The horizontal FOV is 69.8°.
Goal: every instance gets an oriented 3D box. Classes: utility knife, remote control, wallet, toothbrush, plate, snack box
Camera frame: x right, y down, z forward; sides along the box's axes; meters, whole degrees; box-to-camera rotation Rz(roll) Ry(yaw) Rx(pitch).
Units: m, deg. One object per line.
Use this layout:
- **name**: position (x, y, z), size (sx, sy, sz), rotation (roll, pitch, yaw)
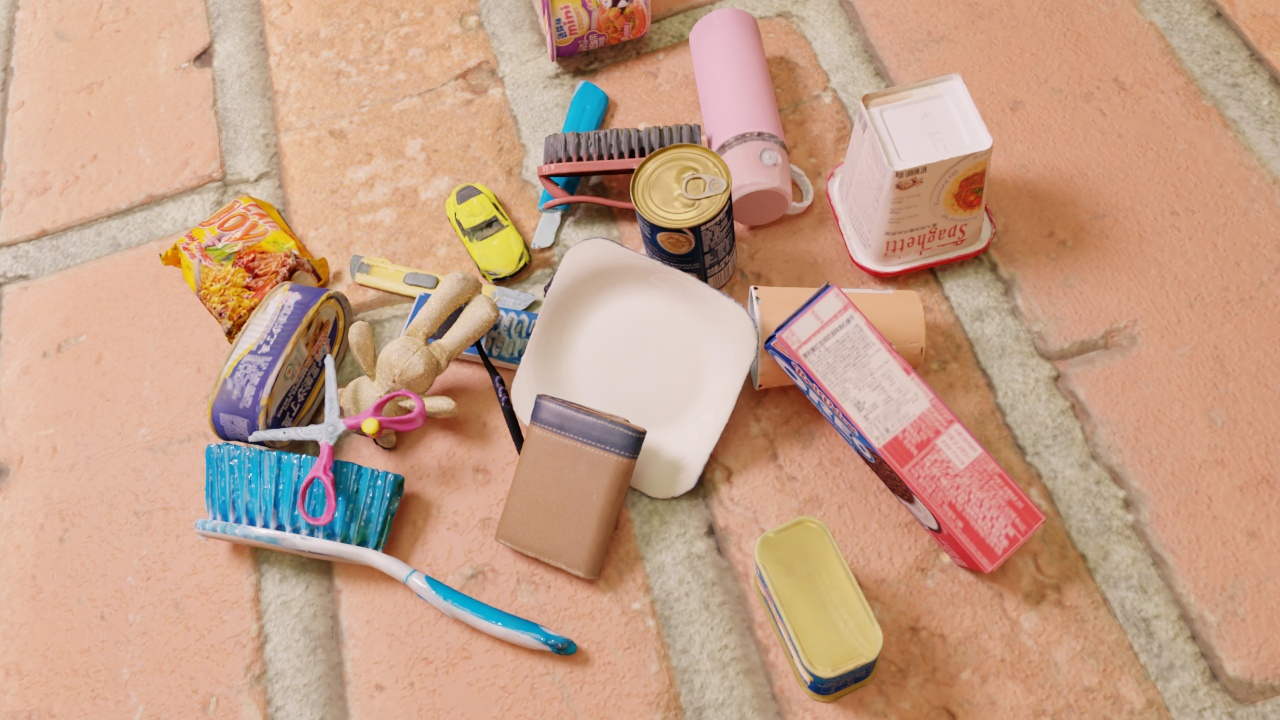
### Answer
- **utility knife**: position (-0.066, -0.176, 0.828), size (0.034, 0.018, 0.181), rotation (17, 67, -1)
- **utility knife**: position (-0.176, -0.065, 0.795), size (0.183, 0.019, 0.031), rotation (14, 72, 11)
- **remote control**: position (-0.137, -0.023, 0.758), size (0.125, 0.024, 0.049), rotation (12, 66, 14)
- **wallet**: position (-0.051, 0.090, 0.663), size (0.090, 0.033, 0.115), rotation (17, 89, 19)
- **toothbrush**: position (-0.103, 0.034, 0.712), size (0.017, 0.014, 0.189), rotation (-33, 71, 28)
- **plate**: position (-0.004, 0.004, 0.683), size (0.164, 0.034, 0.164), rotation (28, 107, 13)
- **snack box**: position (0.172, 0.044, 0.613), size (0.058, 0.057, 0.207), rotation (-41, 86, -5)

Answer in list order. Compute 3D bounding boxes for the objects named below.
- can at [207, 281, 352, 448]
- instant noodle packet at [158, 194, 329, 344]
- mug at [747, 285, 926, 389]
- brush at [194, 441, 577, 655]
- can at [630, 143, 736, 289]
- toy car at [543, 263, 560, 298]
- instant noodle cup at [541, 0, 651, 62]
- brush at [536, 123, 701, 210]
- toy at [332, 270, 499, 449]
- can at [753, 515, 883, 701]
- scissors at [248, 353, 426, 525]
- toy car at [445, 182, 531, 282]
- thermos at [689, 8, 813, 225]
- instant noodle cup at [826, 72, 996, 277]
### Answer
- **can**: position (-0.287, 0.002, 0.740), size (0.049, 0.075, 0.147), rotation (9, 55, 12)
- **instant noodle packet**: position (-0.354, -0.088, 0.819), size (0.110, 0.044, 0.128), rotation (-40, 63, -16)
- **mug**: position (0.144, -0.020, 0.684), size (0.123, 0.078, 0.078), rotation (-3, 63, 2)
- **brush**: position (-0.188, 0.134, 0.676), size (0.315, 0.060, 0.109), rotation (7, 70, 10)
- **can**: position (0.037, -0.106, 0.723), size (0.075, 0.111, 0.075), rotation (-3, 65, 7)
- **toy car**: position (-0.004, -0.036, 0.732), size (0.158, 0.042, 0.070), rotation (26, 71, 17)
- **instant noodle cup**: position (-0.044, -0.344, 0.865), size (0.099, 0.112, 0.111), rotation (-7, 62, -4)
- **brush**: position (-0.016, -0.162, 0.784), size (0.146, 0.063, 0.069), rotation (-3, 97, 1)
- **toy**: position (-0.174, -0.002, 0.714), size (0.105, 0.066, 0.157), rotation (42, 100, -10)
- **can**: position (0.113, 0.159, 0.589), size (0.057, 0.083, 0.102), rotation (-23, 62, -3)
- **scissors**: position (-0.223, 0.056, 0.672), size (0.133, 0.017, 0.134), rotation (-5, 70, 3)
- **toy car**: position (-0.135, -0.114, 0.801), size (0.048, 0.032, 0.105), rotation (-30, 64, -7)
- **thermos**: position (0.096, -0.210, 0.796), size (0.087, 0.067, 0.198), rotation (4, 59, -22)
- **instant noodle cup**: position (0.210, -0.142, 0.703), size (0.116, 0.124, 0.116), rotation (-14, 62, 3)
